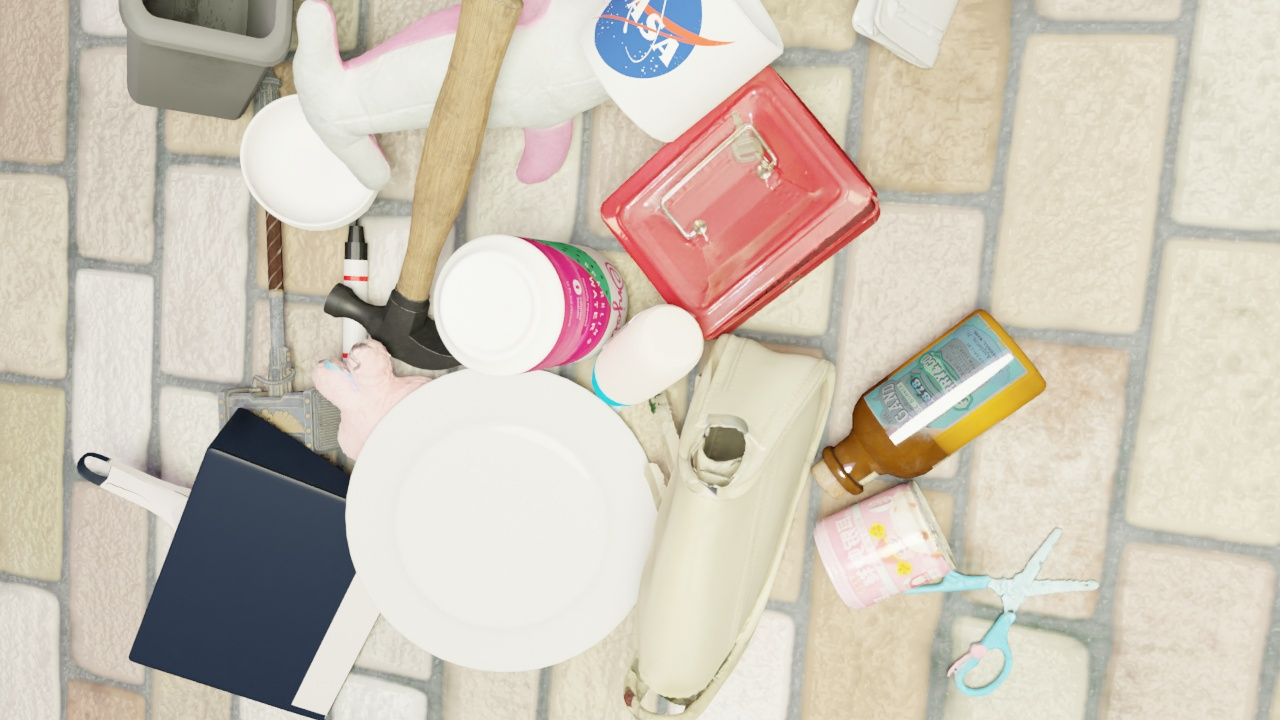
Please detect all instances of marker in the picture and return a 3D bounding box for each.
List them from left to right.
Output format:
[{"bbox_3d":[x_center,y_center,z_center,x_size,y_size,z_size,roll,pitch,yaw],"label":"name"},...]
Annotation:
[{"bbox_3d":[-0.236,-0.047,0.760,0.019,0.019,0.145,4,96,16],"label":"marker"}]

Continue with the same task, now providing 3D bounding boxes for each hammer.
[{"bbox_3d":[-0.307,-0.084,0.770,0.098,0.044,0.322,-1,92,17],"label":"hammer"},{"bbox_3d":[-0.136,-0.115,0.642,0.132,0.040,0.306,27,130,-1],"label":"hammer"}]

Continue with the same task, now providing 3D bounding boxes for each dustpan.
[{"bbox_3d":[-0.348,0.155,0.769,0.273,0.080,0.237,24,113,-14],"label":"dustpan"}]

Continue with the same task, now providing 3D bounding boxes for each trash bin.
[{"bbox_3d":[-0.312,-0.288,0.655,0.220,0.097,0.192,5,91,61],"label":"trash bin"}]

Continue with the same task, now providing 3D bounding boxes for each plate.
[{"bbox_3d":[-0.106,0.125,0.700,0.242,0.016,0.242,0,97,0],"label":"plate"}]

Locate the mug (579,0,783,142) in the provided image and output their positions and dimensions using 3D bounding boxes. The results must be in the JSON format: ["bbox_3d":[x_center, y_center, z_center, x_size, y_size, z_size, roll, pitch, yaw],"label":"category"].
[{"bbox_3d":[0.019,-0.212,0.571,0.090,0.091,0.121,-34,72,26],"label":"mug"}]

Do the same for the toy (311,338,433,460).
[{"bbox_3d":[-0.208,0.033,0.728,0.108,0.053,0.105,-23,117,23],"label":"toy"}]

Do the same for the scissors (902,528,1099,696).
[{"bbox_3d":[0.238,0.163,0.641,0.126,0.015,0.136,32,97,12],"label":"scissors"}]

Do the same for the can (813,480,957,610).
[{"bbox_3d":[0.166,0.127,0.628,0.076,0.067,0.067,-27,86,16],"label":"can"}]

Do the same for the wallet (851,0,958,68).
[{"bbox_3d":[0.181,-0.257,0.594,0.032,0.086,0.116,28,99,49],"label":"wallet"}]

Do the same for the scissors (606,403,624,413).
[{"bbox_3d":[-0.077,0.069,0.727,0.174,0.017,0.076,-28,83,13],"label":"scissors"}]

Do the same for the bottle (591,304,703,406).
[{"bbox_3d":[-0.004,0.004,0.646,0.051,0.146,0.051,6,73,-19],"label":"bottle"}]

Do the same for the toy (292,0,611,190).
[{"bbox_3d":[-0.111,-0.220,0.661,0.265,0.187,0.127,-14,51,-4],"label":"toy"}]

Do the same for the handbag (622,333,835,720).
[{"bbox_3d":[0.033,0.102,0.617,0.132,0.183,0.229,16,114,18],"label":"handbag"}]

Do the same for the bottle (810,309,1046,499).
[{"bbox_3d":[0.185,0.039,0.615,0.157,0.067,0.068,-39,83,16],"label":"bottle"}]

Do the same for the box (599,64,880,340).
[{"bbox_3d":[0.067,-0.106,0.630,0.158,0.086,0.129,-38,84,17],"label":"box"}]

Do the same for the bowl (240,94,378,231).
[{"bbox_3d":[-0.258,-0.154,0.730,0.105,0.054,0.105,0,89,-10],"label":"bowl"}]

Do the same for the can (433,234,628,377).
[{"bbox_3d":[-0.068,-0.039,0.634,0.088,0.165,0.088,1,95,16],"label":"can"}]
